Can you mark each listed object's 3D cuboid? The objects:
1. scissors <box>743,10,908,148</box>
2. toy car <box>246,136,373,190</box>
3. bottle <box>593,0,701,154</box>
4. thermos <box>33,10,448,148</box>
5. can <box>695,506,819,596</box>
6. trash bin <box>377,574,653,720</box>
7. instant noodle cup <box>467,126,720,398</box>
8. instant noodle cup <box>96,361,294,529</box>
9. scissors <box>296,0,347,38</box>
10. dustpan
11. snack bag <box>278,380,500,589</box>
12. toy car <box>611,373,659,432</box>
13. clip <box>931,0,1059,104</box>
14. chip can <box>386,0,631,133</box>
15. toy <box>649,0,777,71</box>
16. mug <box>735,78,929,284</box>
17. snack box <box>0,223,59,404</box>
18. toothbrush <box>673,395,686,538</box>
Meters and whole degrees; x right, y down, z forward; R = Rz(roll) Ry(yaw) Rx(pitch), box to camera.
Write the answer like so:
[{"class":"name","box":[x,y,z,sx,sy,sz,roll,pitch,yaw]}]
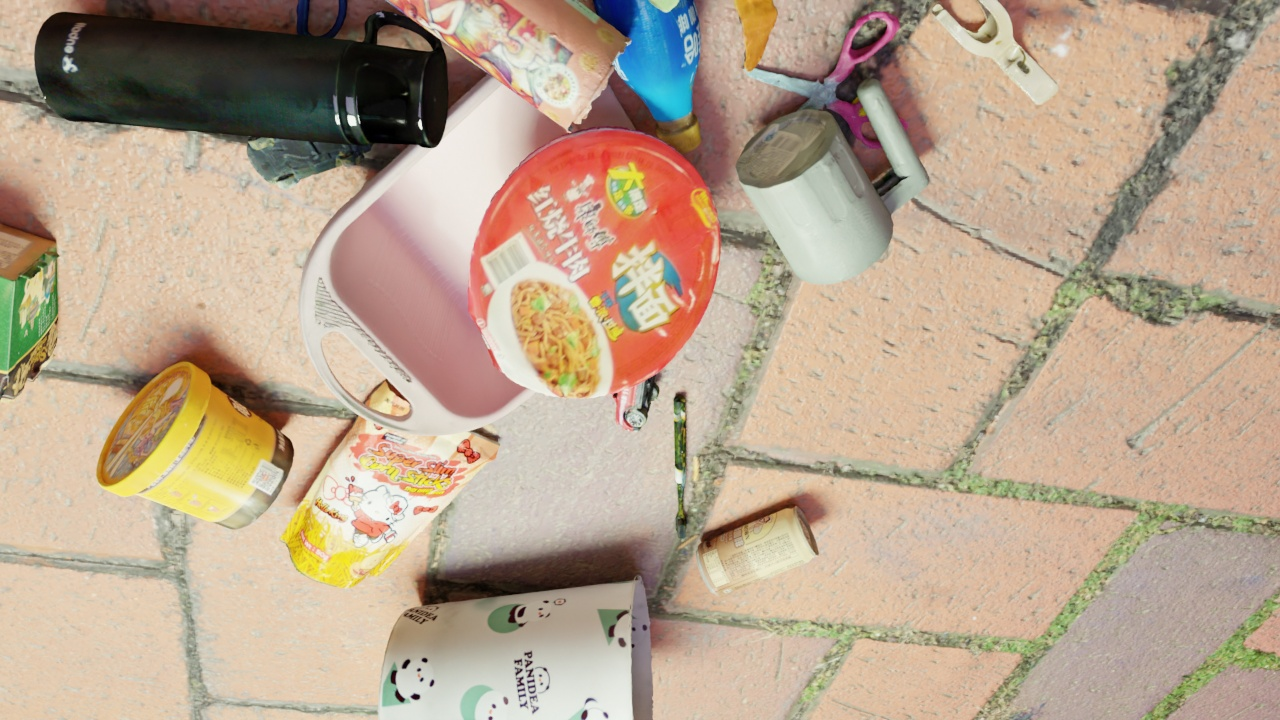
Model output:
[{"class":"scissors","box":[0.139,-0.197,0.663,0.133,0.017,0.134,15,130,-11]},{"class":"toy car","box":[-0.235,-0.155,0.653,0.091,0.034,0.043,-17,131,12]},{"class":"bottle","box":[0.001,-0.235,0.589,0.065,0.065,0.219,-15,129,7]},{"class":"thermos","box":[-0.247,-0.187,0.591,0.242,0.089,0.068,5,160,2]},{"class":"can","box":[0.120,0.197,0.948,0.116,0.058,0.058,-25,126,15]},{"class":"trash bin","box":[-0.119,0.346,0.953,0.252,0.229,0.230,-4,129,4]},{"class":"instant noodle cup","box":[-0.040,-0.072,0.654,0.193,0.066,0.194,-12,117,-26]},{"class":"instant noodle cup","box":[-0.372,0.079,0.782,0.119,0.118,0.114,-32,131,19]},{"class":"scissors","box":[-0.215,-0.278,0.570,0.176,0.012,0.163,-8,128,0]},{"class":"dustpan","box":[-0.100,-0.067,0.668,0.274,0.138,0.222,-28,125,17]},{"class":"snack bag","box":[-0.242,0.122,0.865,0.128,0.073,0.208,32,112,-26]},{"class":"toy car","box":[-0.005,0.005,0.789,0.045,0.052,0.121,13,123,12]},{"class":"clip","box":[0.247,-0.222,0.637,0.100,0.070,0.035,34,118,-20]},{"class":"chip can","box":[-0.110,-0.226,0.543,0.214,0.071,0.071,33,120,-14]},{"class":"toy","box":[0.087,-0.276,0.528,0.246,0.090,0.227,-20,131,-24]},{"class":"mug","box":[0.143,-0.132,0.672,0.124,0.083,0.103,-39,128,5]},{"class":"snack box","box":[-0.501,-0.046,0.678,0.117,0.118,0.106,19,112,-20]},{"class":"toothbrush","box":[0.039,0.108,0.896,0.012,0.017,0.186,-2,129,0]}]
